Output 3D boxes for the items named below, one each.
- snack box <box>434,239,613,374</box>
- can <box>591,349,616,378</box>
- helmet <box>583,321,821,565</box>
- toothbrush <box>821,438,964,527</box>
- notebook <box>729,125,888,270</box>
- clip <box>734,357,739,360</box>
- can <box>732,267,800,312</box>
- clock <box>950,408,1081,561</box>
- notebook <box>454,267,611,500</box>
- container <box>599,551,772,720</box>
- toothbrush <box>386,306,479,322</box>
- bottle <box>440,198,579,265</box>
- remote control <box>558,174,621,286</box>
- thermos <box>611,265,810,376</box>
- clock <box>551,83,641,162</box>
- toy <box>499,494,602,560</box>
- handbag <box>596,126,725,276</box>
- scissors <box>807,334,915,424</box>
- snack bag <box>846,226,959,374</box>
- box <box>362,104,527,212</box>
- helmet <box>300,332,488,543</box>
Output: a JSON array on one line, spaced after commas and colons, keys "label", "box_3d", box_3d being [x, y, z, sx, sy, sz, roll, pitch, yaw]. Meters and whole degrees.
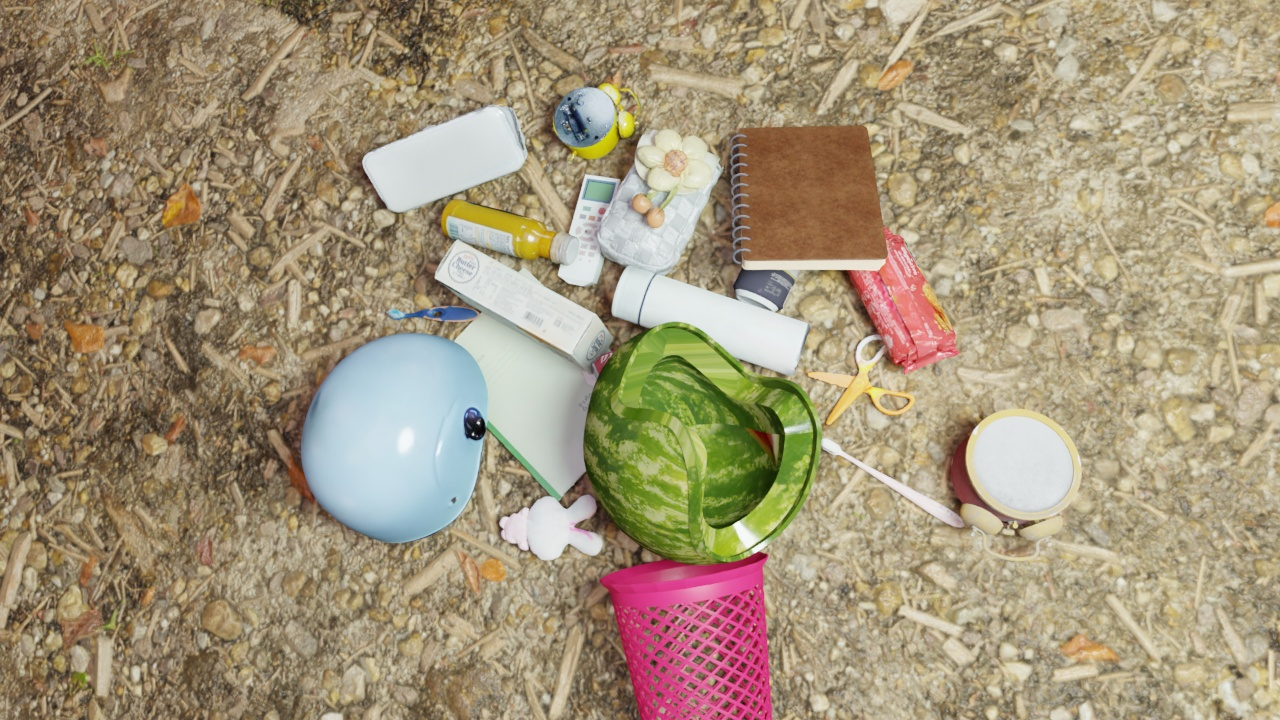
[{"label": "snack box", "box_3d": [-0.140, -0.064, 1.123, 0.208, 0.104, 0.057, 29, 84, 17]}, {"label": "can", "box_3d": [-0.007, 0.006, 1.105, 0.096, 0.054, 0.054, -20, 75, -6]}, {"label": "helmet", "box_3d": [0.049, 0.095, 0.994, 0.247, 0.212, 0.244, 42, 135, 44]}, {"label": "toothbrush", "box_3d": [0.284, 0.138, 1.041, 0.181, 0.018, 0.015, 31, 87, 16]}, {"label": "notebook", "box_3d": [0.190, -0.193, 1.069, 0.167, 0.024, 0.225, 0, 53, 4]}, {"label": "clip", "box_3d": [0.074, 0.014, 1.114, 0.054, 0.038, 0.101, 40, 89, -7]}, {"label": "can", "box_3d": [0.163, -0.124, 1.096, 0.064, 0.064, 0.127, 24, 85, 16]}, {"label": "clock", "box_3d": [0.394, 0.135, 0.981, 0.117, 0.081, 0.158, 7, 71, 3]}, {"label": "notebook", "box_3d": [-0.126, 0.026, 1.161, 0.182, 0.010, 0.252, -46, 73, 1]}, {"label": "container", "box_3d": [0.063, 0.334, 0.981, 0.183, 0.183, 0.225, -10, 84, 11]}, {"label": "toothbrush", "box_3d": [-0.273, -0.061, 1.204, 0.135, 0.017, 0.021, 1, 76, 19]}, {"label": "bottle", "box_3d": [-0.167, -0.163, 1.175, 0.186, 0.053, 0.053, 18, 83, 23]}, {"label": "remote control", "box_3d": [-0.063, -0.164, 1.177, 0.050, 0.024, 0.143, 12, 83, 19]}, {"label": "thermos", "box_3d": [0.081, -0.048, 1.086, 0.230, 0.068, 0.068, 18, 83, 9]}, {"label": "clock", "box_3d": [-0.056, -0.312, 1.188, 0.119, 0.057, 0.083, -29, 73, 6]}, {"label": "toy", "box_3d": [-0.108, 0.202, 1.108, 0.125, 0.037, 0.076, -8, 83, 13]}, {"label": "handbag", "box_3d": [0.021, -0.192, 1.113, 0.112, 0.123, 0.171, 25, 86, 1]}, {"label": "scissors", "box_3d": [0.259, 0.021, 1.073, 0.125, 0.011, 0.129, 11, 80, 13]}, {"label": "snack bag", "box_3d": [0.292, -0.073, 1.049, 0.082, 0.082, 0.176, -26, 74, 7]}, {"label": "box", "box_3d": [-0.257, -0.278, 1.243, 0.216, 0.109, 0.108, -15, 119, 12]}, {"label": "helmet", "box_3d": [-0.303, 0.081, 1.113, 0.226, 0.167, 0.265, 6, 73, 22]}]
